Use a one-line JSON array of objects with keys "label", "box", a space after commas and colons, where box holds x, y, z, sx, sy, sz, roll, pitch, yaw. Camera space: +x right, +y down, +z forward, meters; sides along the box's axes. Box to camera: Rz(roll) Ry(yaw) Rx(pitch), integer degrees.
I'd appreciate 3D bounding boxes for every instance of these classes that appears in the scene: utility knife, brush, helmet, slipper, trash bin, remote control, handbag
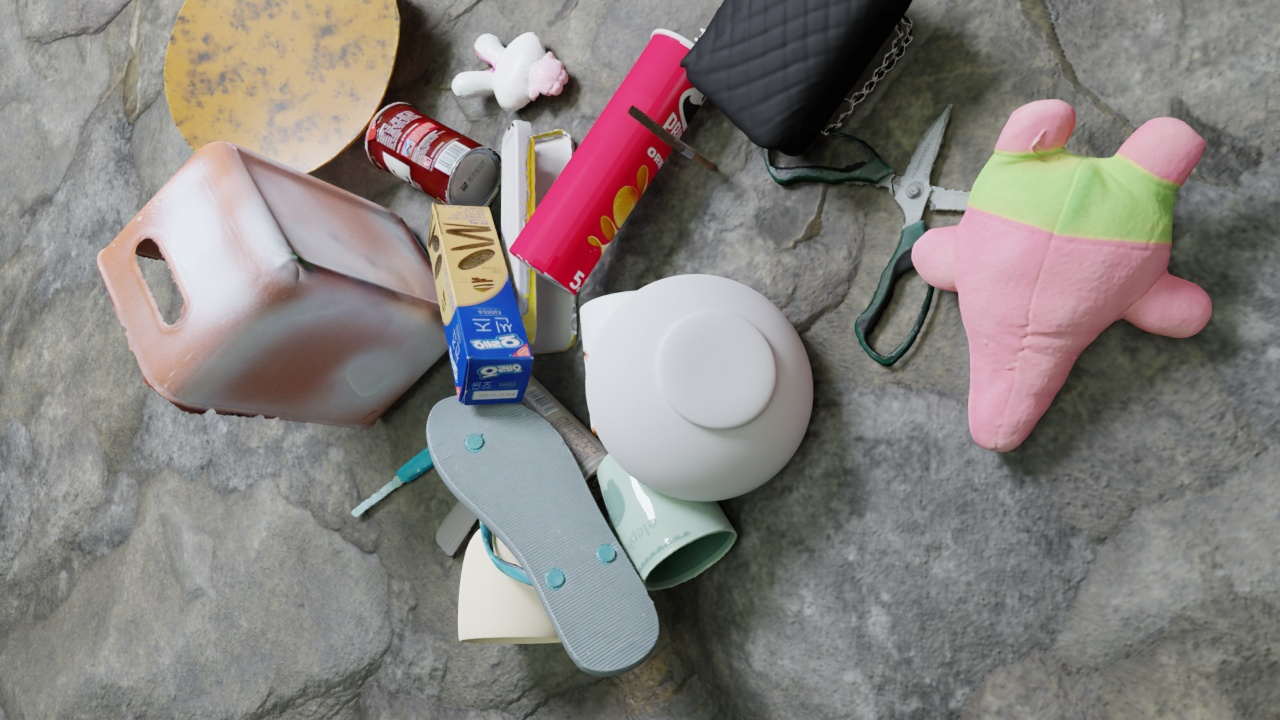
[{"label": "utility knife", "box": [-0.223, 0.104, 0.891, 0.177, 0.015, 0.022, -34, 69, 19]}, {"label": "brush", "box": [0.034, -0.167, 0.718, 0.045, 0.143, 0.008, 41, 104, 17]}, {"label": "helmet", "box": [-0.347, -0.300, 0.940, 0.205, 0.131, 0.255, 33, 94, -4]}, {"label": "slipper", "box": [-0.075, 0.129, 0.723, 0.098, 0.055, 0.268, -29, 61, -24]}, {"label": "trash bin", "box": [-0.303, -0.061, 0.817, 0.157, 0.259, 0.181, -41, 67, 15]}, {"label": "remote control", "box": [-0.147, 0.123, 0.851, 0.033, 0.013, 0.137, 41, 105, 26]}, {"label": "handbag", "box": [0.119, -0.248, 0.699, 0.125, 0.114, 0.154, 43, 117, 18]}]

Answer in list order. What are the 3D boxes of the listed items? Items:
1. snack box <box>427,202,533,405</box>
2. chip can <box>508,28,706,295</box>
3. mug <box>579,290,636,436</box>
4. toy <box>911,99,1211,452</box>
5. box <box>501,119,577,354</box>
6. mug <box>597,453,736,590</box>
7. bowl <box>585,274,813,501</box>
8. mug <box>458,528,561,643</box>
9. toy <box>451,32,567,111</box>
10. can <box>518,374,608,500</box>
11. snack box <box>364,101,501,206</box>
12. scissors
[{"label": "snack box", "box": [-0.143, -0.054, 0.797, 0.057, 0.056, 0.206, 111, 149, -41]}, {"label": "chip can", "box": [-0.022, -0.163, 0.767, 0.069, 0.069, 0.220, 33, 89, 27]}, {"label": "mug", "box": [-0.004, 0.004, 0.752, 0.082, 0.082, 0.105, -13, 77, 26]}, {"label": "toy", "box": [0.272, -0.048, 0.614, 0.192, 0.096, 0.237, 20, 107, 25]}, {"label": "box", "box": [-0.100, -0.111, 0.838, 0.067, 0.070, 0.210, -10, 78, 46]}, {"label": "mug", "box": [0.009, 0.127, 0.738, 0.104, 0.084, 0.112, 57, 138, 30]}, {"label": "bowl", "box": [0.050, 0.013, 0.680, 0.176, 0.066, 0.176, 2, 76, -9]}, {"label": "mug", "box": [-0.107, 0.188, 0.782, 0.120, 0.096, 0.099, 136, 136, -62]}, {"label": "toy", "box": [-0.120, -0.274, 0.873, 0.123, 0.038, 0.079, 19, 80, 29]}, {"label": "can", "box": [-0.081, 0.064, 0.800, 0.135, 0.054, 0.054, 41, 103, 25]}, {"label": "snack box", "box": [-0.199, -0.194, 0.885, 0.121, 0.072, 0.072, 32, 98, 26]}, {"label": "scissors", "box": [0.170, -0.110, 0.713, 0.204, 0.015, 0.202, 22, 93, 29]}]
